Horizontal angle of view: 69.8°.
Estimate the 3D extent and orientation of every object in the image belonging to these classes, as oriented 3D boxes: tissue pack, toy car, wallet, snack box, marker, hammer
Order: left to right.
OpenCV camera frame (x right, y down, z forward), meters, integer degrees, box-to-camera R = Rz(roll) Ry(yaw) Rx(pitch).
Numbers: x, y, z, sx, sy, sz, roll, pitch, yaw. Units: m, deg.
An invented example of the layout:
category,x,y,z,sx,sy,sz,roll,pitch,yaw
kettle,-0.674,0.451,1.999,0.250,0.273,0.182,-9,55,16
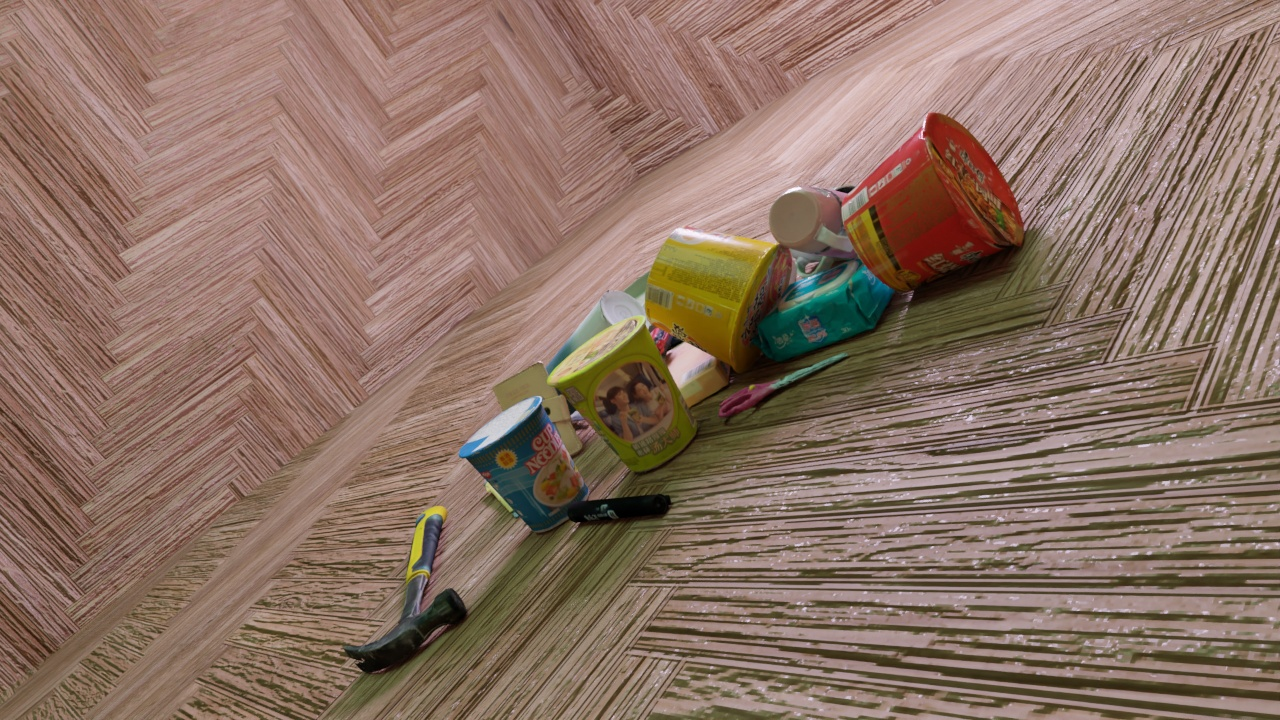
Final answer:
category,x,y,z,sx,sy,sz,roll,pitch,yaw
hammer,-0.240,0.229,0.981,0.126,0.032,0.323,-35,14,-1
wallet,-0.118,0.066,1.067,0.087,0.115,0.024,-27,-6,30
marker,-0.021,0.130,0.815,0.022,0.020,0.132,-25,5,-39
toy car,-0.006,0.006,1.087,0.121,0.045,0.052,-48,10,34
snack box,0.061,0.007,1.015,0.085,0.026,0.157,-32,13,19
tissue pack,0.178,-0.053,0.888,0.134,0.050,0.093,-23,17,42

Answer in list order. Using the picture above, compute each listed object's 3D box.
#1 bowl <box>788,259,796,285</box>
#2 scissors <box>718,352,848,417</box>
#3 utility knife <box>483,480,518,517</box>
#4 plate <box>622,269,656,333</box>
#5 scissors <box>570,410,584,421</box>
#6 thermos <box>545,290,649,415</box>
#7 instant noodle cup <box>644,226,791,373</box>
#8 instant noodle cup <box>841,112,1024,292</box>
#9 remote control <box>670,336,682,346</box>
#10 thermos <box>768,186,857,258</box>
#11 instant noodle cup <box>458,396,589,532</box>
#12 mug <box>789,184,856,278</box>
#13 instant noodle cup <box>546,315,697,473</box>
category,x,y,z,sx,sy,sz,roll,pitch,yaw
bowl,0.121,-0.074,1.031,0.114,0.113,0.062,-22,62,44
scissors,0.129,0.021,0.840,0.134,0.017,0.056,-25,11,25
utility knife,-0.158,0.154,1.067,0.031,0.018,0.166,-43,13,-12
plate,0.000,-0.068,1.285,0.230,0.027,0.229,-37,20,15
scissors,-0.105,0.064,1.233,0.230,0.022,0.189,-21,20,48
thermos,-0.072,0.008,1.080,0.221,0.070,0.070,-47,3,40
instant noodle cup,0.076,-0.069,0.930,0.110,0.138,0.137,22,45,22
instant noodle cup,0.255,-0.135,0.822,0.109,0.138,0.137,-34,11,40
remote control,0.045,-0.035,1.152,0.053,0.024,0.136,-35,2,-6
thermos,0.202,-0.132,0.919,0.198,0.087,0.067,-5,-54,-57
instant noodle cup,-0.108,0.107,0.909,0.099,0.110,0.099,-32,14,9
mug,0.213,-0.145,1.077,0.111,0.082,0.106,-69,19,-4
instant noodle cup,-0.010,0.038,0.880,0.112,0.123,0.111,-32,14,8
